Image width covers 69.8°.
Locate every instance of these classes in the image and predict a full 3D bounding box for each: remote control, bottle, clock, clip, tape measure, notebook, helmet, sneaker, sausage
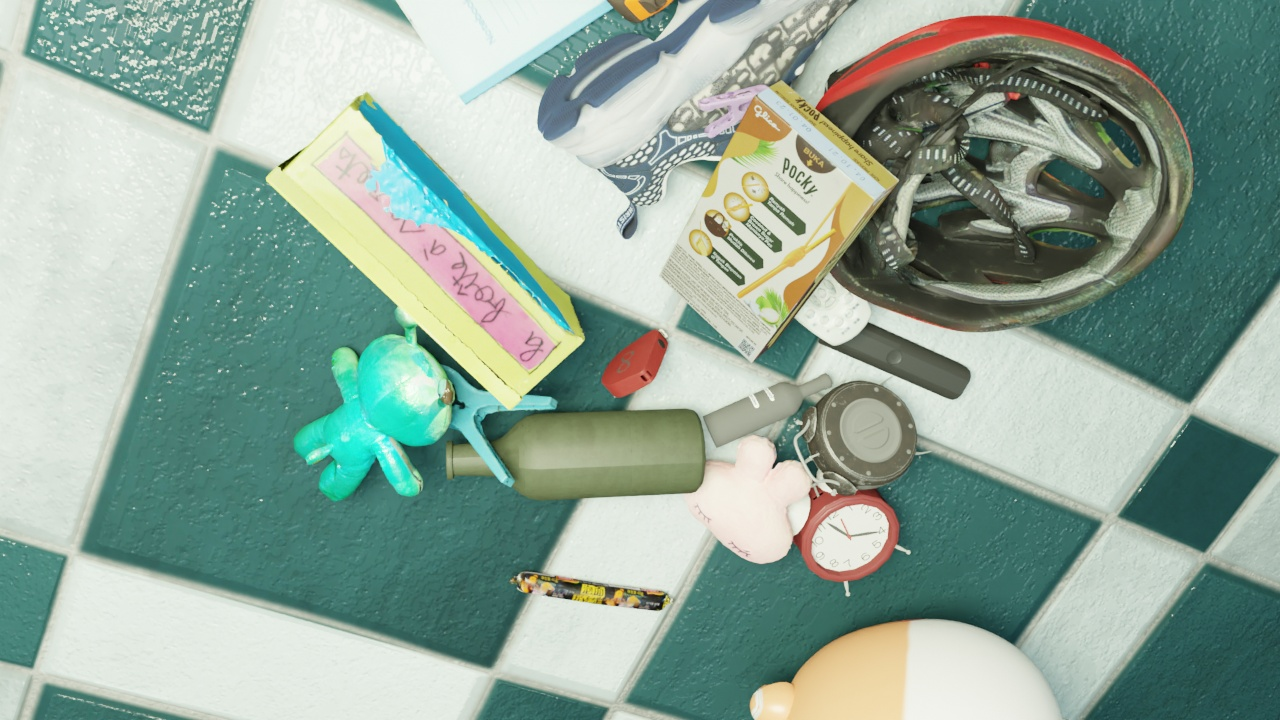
[{"bbox_3d":[0.137,-0.063,0.739,0.060,0.028,0.114,-41,101,6],"label":"remote control"},{"bbox_3d":[-0.053,0.078,0.753,0.206,0.071,0.071,-1,112,-9],"label":"bottle"},{"bbox_3d":[0.176,0.143,0.828,0.096,0.048,0.137,-37,114,7],"label":"clock"},{"bbox_3d":[0.220,-0.004,0.793,0.146,0.015,0.033,22,107,-17],"label":"remote control"},{"bbox_3d":[-0.138,0.049,0.716,0.120,0.027,0.103,28,75,16],"label":"clip"},{"bbox_3d":[0.111,0.039,0.785,0.113,0.030,0.030,-24,114,1],"label":"bottle"},{"bbox_3d":[0.003,-0.260,0.621,0.059,0.058,0.038,-55,148,9],"label":"tape measure"},{"bbox_3d":[-0.004,0.004,0.745,0.052,0.058,0.019,-25,117,34],"label":"tape measure"},{"bbox_3d":[-0.065,-0.319,0.622,0.253,0.009,0.181,-32,114,5],"label":"notebook"},{"bbox_3d":[0.182,0.066,0.781,0.122,0.044,0.091,-21,77,-17],"label":"clock"},{"bbox_3d":[0.061,-0.166,0.618,0.051,0.014,0.045,-3,132,-17],"label":"clip"},{"bbox_3d":[0.247,-0.134,0.659,0.272,0.166,0.218,14,125,-4],"label":"helmet"},{"bbox_3d":[0.067,-0.200,0.659,0.269,0.103,0.132,-33,128,5],"label":"sneaker"},{"bbox_3d":[-0.043,0.211,0.836,0.155,0.020,0.020,12,109,-13],"label":"sausage"}]

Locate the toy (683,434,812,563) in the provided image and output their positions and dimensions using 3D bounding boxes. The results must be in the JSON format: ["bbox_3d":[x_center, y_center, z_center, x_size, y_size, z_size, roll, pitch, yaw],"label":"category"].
[{"bbox_3d":[0.095,0.116,0.787,0.108,0.053,0.105,38,113,11],"label":"toy"}]

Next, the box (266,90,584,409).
[{"bbox_3d":[-0.145,-0.080,0.648,0.080,0.124,0.221,-43,113,6],"label":"box"}]

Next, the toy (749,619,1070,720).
[{"bbox_3d":[0.245,0.361,0.824,0.281,0.264,0.263,2,131,20],"label":"toy"}]

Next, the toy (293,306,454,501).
[{"bbox_3d":[-0.202,0.042,0.690,0.194,0.072,0.130,-38,82,31],"label":"toy"}]

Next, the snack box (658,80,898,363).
[{"bbox_3d":[0.088,-0.090,0.648,0.101,0.031,0.186,44,143,11],"label":"snack box"}]
